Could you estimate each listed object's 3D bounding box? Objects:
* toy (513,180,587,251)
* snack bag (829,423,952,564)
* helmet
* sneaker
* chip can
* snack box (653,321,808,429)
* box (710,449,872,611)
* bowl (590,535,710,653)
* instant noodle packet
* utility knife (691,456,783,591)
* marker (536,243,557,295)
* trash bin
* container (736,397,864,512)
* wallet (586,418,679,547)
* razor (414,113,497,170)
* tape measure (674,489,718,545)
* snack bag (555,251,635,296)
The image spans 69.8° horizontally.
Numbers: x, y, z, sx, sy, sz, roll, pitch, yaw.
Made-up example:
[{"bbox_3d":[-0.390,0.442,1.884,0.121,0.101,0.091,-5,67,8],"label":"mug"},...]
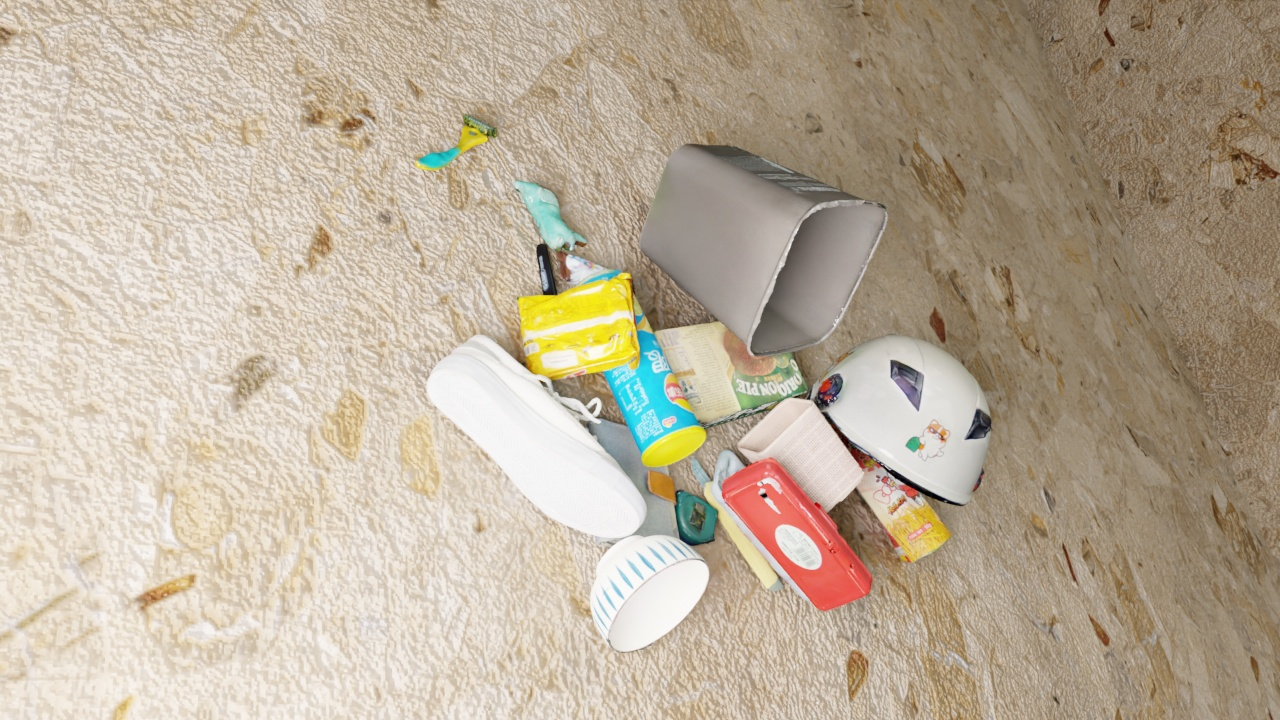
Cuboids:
[{"bbox_3d":[-0.099,-0.158,1.043,0.096,0.030,0.092,9,52,-57],"label":"toy"},{"bbox_3d":[0.331,0.168,1.240,0.128,0.073,0.207,-14,68,-47],"label":"snack bag"},{"bbox_3d":[0.333,0.055,1.130,0.230,0.157,0.274,30,7,-2],"label":"helmet"},{"bbox_3d":[-0.087,0.069,0.874,0.242,0.090,0.090,42,38,-7],"label":"sneaker"},{"bbox_3d":[-0.006,0.006,0.972,0.071,0.071,0.210,1,54,-44],"label":"chip can"},{"bbox_3d":[0.095,0.015,1.098,0.239,0.063,0.114,-11,74,-48],"label":"snack box"},{"bbox_3d":[0.173,0.179,1.033,0.201,0.095,0.100,49,29,-15],"label":"box"},{"bbox_3d":[0.000,0.207,0.855,0.116,0.117,0.066,0,35,-45],"label":"bowl"},{"bbox_3d":[-0.066,-0.029,0.936,0.044,0.128,0.110,66,14,-60],"label":"instant noodle packet"},{"bbox_3d":[0.108,0.186,1.033,0.182,0.019,0.030,60,35,-6],"label":"utility knife"},{"bbox_3d":[-0.100,-0.074,0.999,0.015,0.018,0.124,13,56,-45],"label":"marker"},{"bbox_3d":[0.138,-0.147,1.102,0.198,0.199,0.220,-10,40,-47],"label":"trash bin"},{"bbox_3d":[0.189,0.115,1.069,0.090,0.090,0.111,-42,99,-9],"label":"container"},{"bbox_3d":[-0.005,0.130,0.947,0.106,0.037,0.129,16,55,-36],"label":"wallet"},{"bbox_3d":[-0.204,-0.228,0.988,0.043,0.028,0.132,30,39,4],"label":"razor"},{"bbox_3d":[0.058,0.172,0.990,0.058,0.025,0.054,34,44,-23],"label":"tape measure"},{"bbox_3d":[-0.052,-0.096,1.053,0.105,0.026,0.045,16,50,-33],"label":"snack bag"}]
